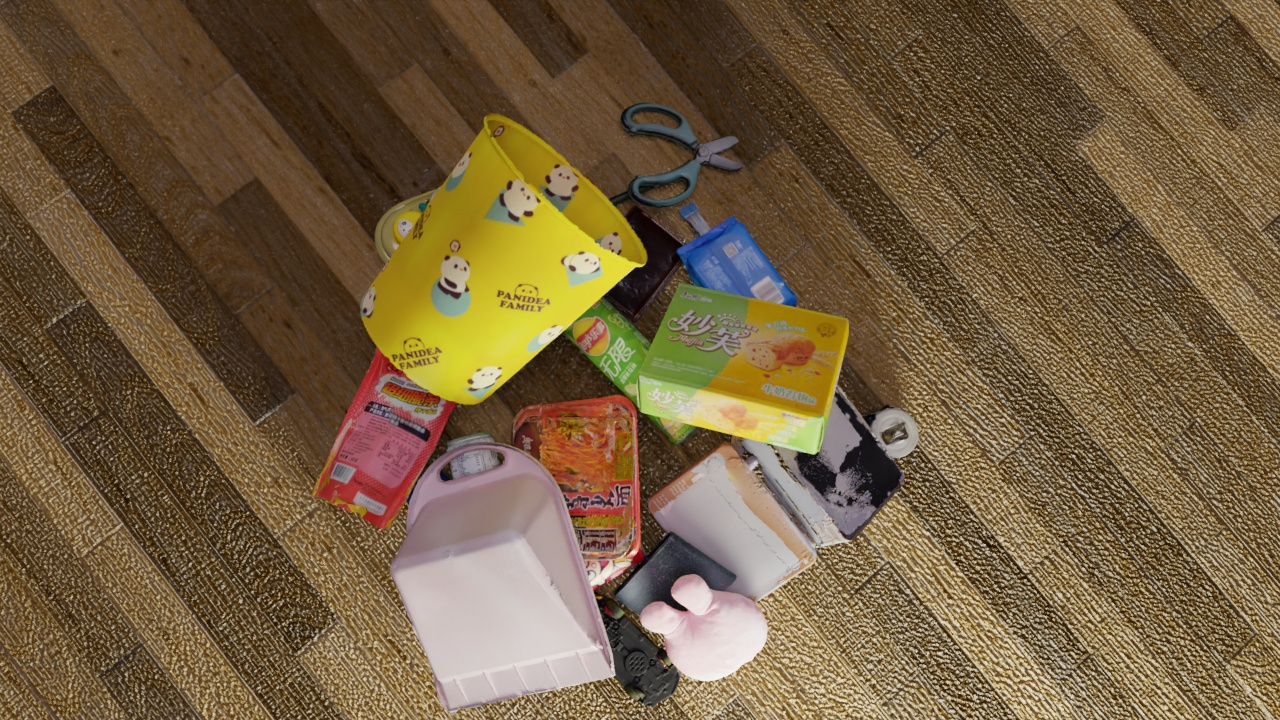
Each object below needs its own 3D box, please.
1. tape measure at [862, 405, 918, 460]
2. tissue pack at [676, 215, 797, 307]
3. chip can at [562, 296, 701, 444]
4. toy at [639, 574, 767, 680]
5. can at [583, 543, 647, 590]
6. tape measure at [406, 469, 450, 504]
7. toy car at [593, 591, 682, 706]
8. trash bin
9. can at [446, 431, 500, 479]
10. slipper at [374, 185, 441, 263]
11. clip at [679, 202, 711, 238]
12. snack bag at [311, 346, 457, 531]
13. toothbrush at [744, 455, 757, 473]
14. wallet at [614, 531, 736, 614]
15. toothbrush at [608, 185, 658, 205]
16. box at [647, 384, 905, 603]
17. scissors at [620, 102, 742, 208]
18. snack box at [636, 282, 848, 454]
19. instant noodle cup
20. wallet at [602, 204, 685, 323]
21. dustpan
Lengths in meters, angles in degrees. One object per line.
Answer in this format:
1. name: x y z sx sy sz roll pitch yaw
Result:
1. tape measure: 0.313 0.092 1.154 0.066 0.033 0.065 -24 87 -7
2. tissue pack: 0.123 -0.097 1.154 0.095 0.052 0.157 -35 89 -9
3. chip can: -0.007 0.007 1.122 0.221 0.072 0.072 44 82 3
4. toy: 0.074 0.307 1.060 0.121 0.054 0.159 -40 119 6
5. can: -0.061 0.247 1.096 0.132 0.053 0.053 -30 86 -8
6. tape measure: -0.248 0.166 1.108 0.058 0.025 0.054 -42 89 -4
7. toy car: -0.020 0.345 1.092 0.156 0.041 0.071 44 81 -6
8. trash bin: -0.161 -0.101 1.024 0.229 0.229 0.256 46 106 2
9. can: -0.189 0.162 1.096 0.058 0.058 0.146 -14 84 -6
10. slipper: -0.239 -0.181 1.127 0.190 0.082 0.091 -28 83 -10
11. clip: 0.074 -0.176 1.181 0.024 0.030 0.057 -31 76 -10
12. snack bag: -0.301 0.088 1.098 0.128 0.073 0.207 21 77 11
13. toothbrush: 0.082 0.189 1.132 0.189 0.029 0.021 -48 51 -9
14. wallet: 0.039 0.268 1.087 0.097 0.019 0.121 36 113 -7
15. toothbrush: -0.044 -0.199 1.176 0.185 0.017 0.012 -26 83 -9
16. box: 0.163 0.156 1.088 0.273 0.124 0.179 -38 91 -7
17. scissors: 0.040 -0.278 1.184 0.172 0.019 0.179 -29 79 -15
18. snack box: 0.118 0.006 1.043 0.210 0.070 0.157 14 50 13
19. instant noodle cup: -0.070 0.140 1.076 0.165 0.079 0.188 -5 79 22
20. wallet: -0.007 -0.123 1.166 0.096 0.020 0.122 38 80 -4
21. dustpan: -0.158 0.240 1.048 0.223 0.138 0.273 -15 112 15
